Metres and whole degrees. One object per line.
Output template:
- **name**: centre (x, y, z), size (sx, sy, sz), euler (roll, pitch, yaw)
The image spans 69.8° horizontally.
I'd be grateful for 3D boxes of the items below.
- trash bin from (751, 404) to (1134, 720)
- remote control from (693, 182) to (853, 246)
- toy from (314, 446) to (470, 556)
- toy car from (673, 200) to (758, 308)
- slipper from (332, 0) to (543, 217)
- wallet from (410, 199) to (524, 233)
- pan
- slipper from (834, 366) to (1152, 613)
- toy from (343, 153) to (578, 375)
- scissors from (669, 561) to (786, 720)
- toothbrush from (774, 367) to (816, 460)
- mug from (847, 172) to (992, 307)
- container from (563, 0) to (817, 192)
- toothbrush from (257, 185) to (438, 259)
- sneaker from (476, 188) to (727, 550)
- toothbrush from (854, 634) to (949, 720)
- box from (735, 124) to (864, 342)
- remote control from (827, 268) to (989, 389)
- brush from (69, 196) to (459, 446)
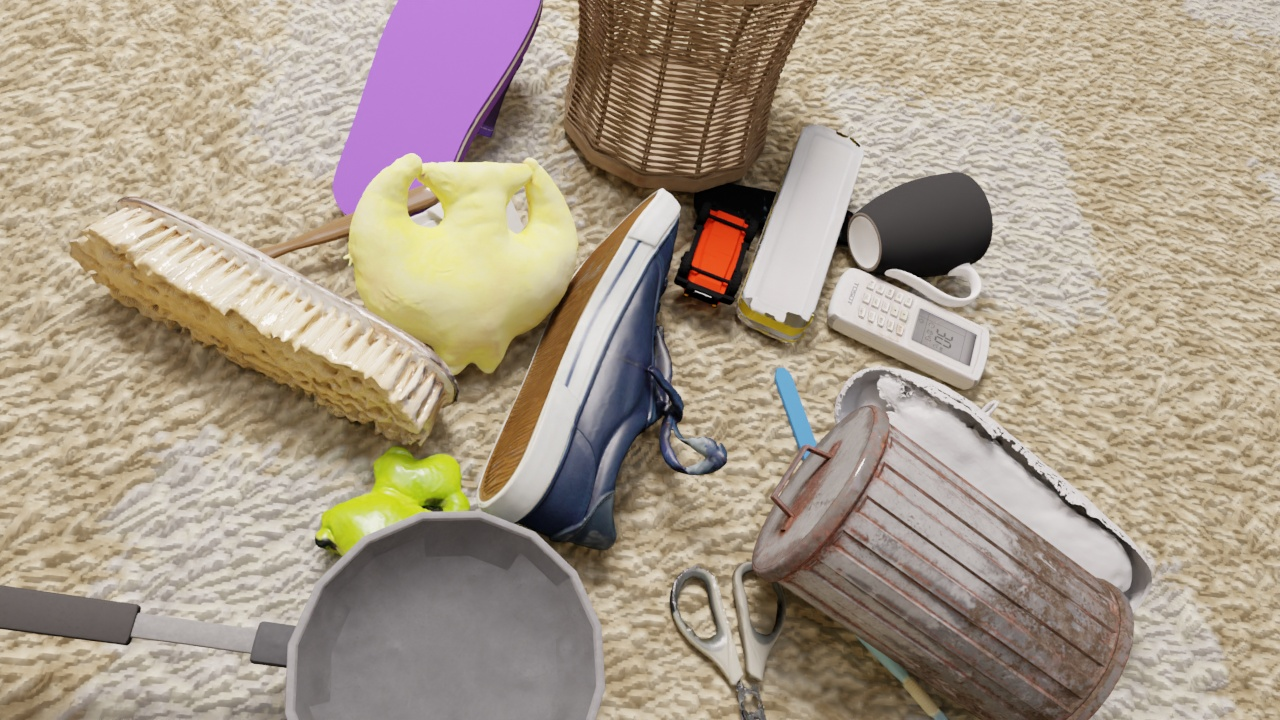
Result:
- **trash bin**: centre (0.179, 0.131, 0.582), size (0.211, 0.131, 0.130), euler (35, 57, -1)
- **remote control**: centre (0.120, -0.129, 0.811), size (0.152, 0.020, 0.041), euler (10, 57, -9)
- **toy**: centre (-0.157, 0.098, 0.591), size (0.094, 0.036, 0.093), euler (9, 51, -16)
- **toy car**: centre (0.061, -0.085, 0.751), size (0.051, 0.049, 0.100), euler (21, 56, -1)
- **slipper**: centre (-0.165, -0.214, 0.765), size (0.107, 0.084, 0.266), euler (20, 77, 1)
- **wallet**: centre (-0.135, -0.081, 0.693), size (0.116, 0.032, 0.086), euler (-37, 106, -30)
- **pan**: centre (-0.195, 0.159, 0.510), size (0.357, 0.041, 0.178), euler (13, 66, -14)
- **slipper**: centre (0.253, 0.090, 0.674), size (0.247, 0.074, 0.112), euler (36, 88, 12)
- **toy**: centre (-0.122, -0.066, 0.646), size (0.170, 0.155, 0.065), euler (-5, 15, -32)
- **scissors**: centre (0.057, 0.207, 0.589), size (0.132, 0.013, 0.169), euler (22, 58, 3)
- **toothbrush**: centre (0.131, 0.074, 0.689), size (0.016, 0.014, 0.166), euler (-5, 59, -17)
- **mug**: centre (0.240, -0.097, 0.785), size (0.100, 0.085, 0.118), euler (-15, 72, -17)
- **container**: centre (0.036, -0.278, 0.765), size (0.227, 0.197, 0.226), euler (5, 52, -7)
- **toothbrush**: centre (-0.228, -0.096, 0.683), size (0.166, 0.016, 0.016), euler (-23, 81, -10)
- **sneaker**: centre (-0.004, 0.004, 0.661), size (0.127, 0.121, 0.293), euler (32, 56, -20)
- **toothbrush**: centre (0.168, 0.201, 0.616), size (0.022, 0.016, 0.155), euler (-35, 72, -21)
- **box**: centre (0.139, -0.113, 0.779), size (0.064, 0.033, 0.209), euler (24, 64, -3)
- **remote control**: centre (0.224, -0.027, 0.768), size (0.138, 0.025, 0.060), euler (25, 56, 3)
- **brush**: centre (-0.250, -0.028, 0.617), size (0.271, 0.083, 0.056), euler (28, 56, 4)
